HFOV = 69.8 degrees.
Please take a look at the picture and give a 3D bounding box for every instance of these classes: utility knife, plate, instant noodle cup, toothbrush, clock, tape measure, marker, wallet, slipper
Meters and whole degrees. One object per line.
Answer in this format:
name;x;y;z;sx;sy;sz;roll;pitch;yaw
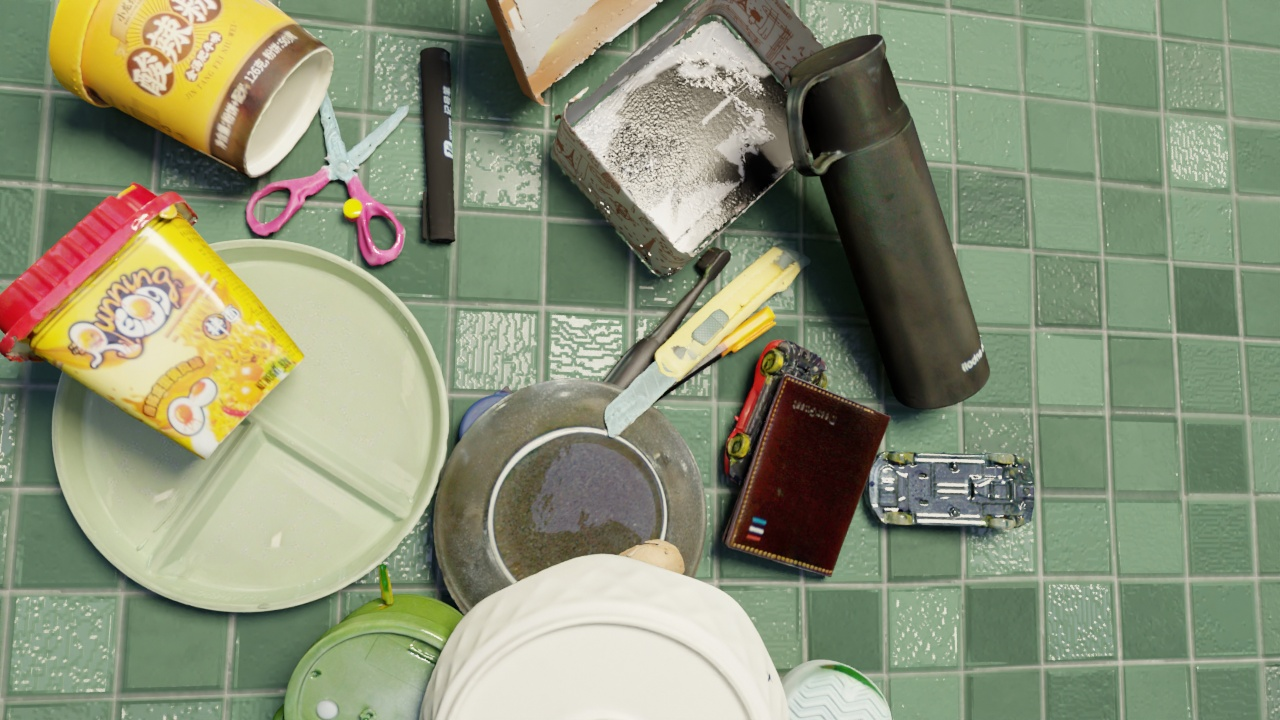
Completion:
utility knife;0.046;-0.018;0.624;0.031;0.021;0.207;43;68;11
plate;-0.019;0.210;0.492;0.205;0.045;0.205;0;97;0
instant noodle cup;-0.258;-0.179;0.546;0.114;0.118;0.118;33;79;-9
toothbrush;-0.004;0.004;0.625;0.212;0.027;0.026;-53;139;-13
clock;-0.152;0.210;0.545;0.116;0.056;0.161;30;99;-6
tape measure;-0.091;0.049;0.602;0.054;0.025;0.058;30;75;-5
marker;0.044;0.001;0.638;0.123;0.018;0.015;-35;87;-12
marker;-0.137;-0.144;0.617;0.022;0.020;0.132;-3;85;1
wallet;0.113;0.079;0.625;0.096;0.020;0.122;22;87;-27
plate;-0.040;0.100;0.579;0.179;0.024;0.179;1;84;-13
slipper;0.083;0.298;0.583;0.104;0.074;0.245;19;98;-3
plate;-0.237;0.039;0.573;0.230;0.027;0.230;1;84;-12
instant noodle cup;-0.260;-0.016;0.509;0.123;0.116;0.116;45;77;-16

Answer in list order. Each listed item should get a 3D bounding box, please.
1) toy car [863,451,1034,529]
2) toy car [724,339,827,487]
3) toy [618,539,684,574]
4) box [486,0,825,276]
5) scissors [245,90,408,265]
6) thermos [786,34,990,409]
toy car;0.220;0.092;0.655;0.120;0.037;0.054;2;84;-1
toy car;0.090;0.039;0.633;0.049;0.031;0.106;22;87;-26
toy;-0.004;0.209;0.552;0.143;0.082;0.226;16;100;-23
box;0.015;-0.203;0.593;0.179;0.133;0.271;-42;121;-13
scissors;-0.203;-0.121;0.604;0.131;0.017;0.133;-17;83;-10
thermos;0.155;-0.077;0.594;0.089;0.068;0.242;-39;117;-24
